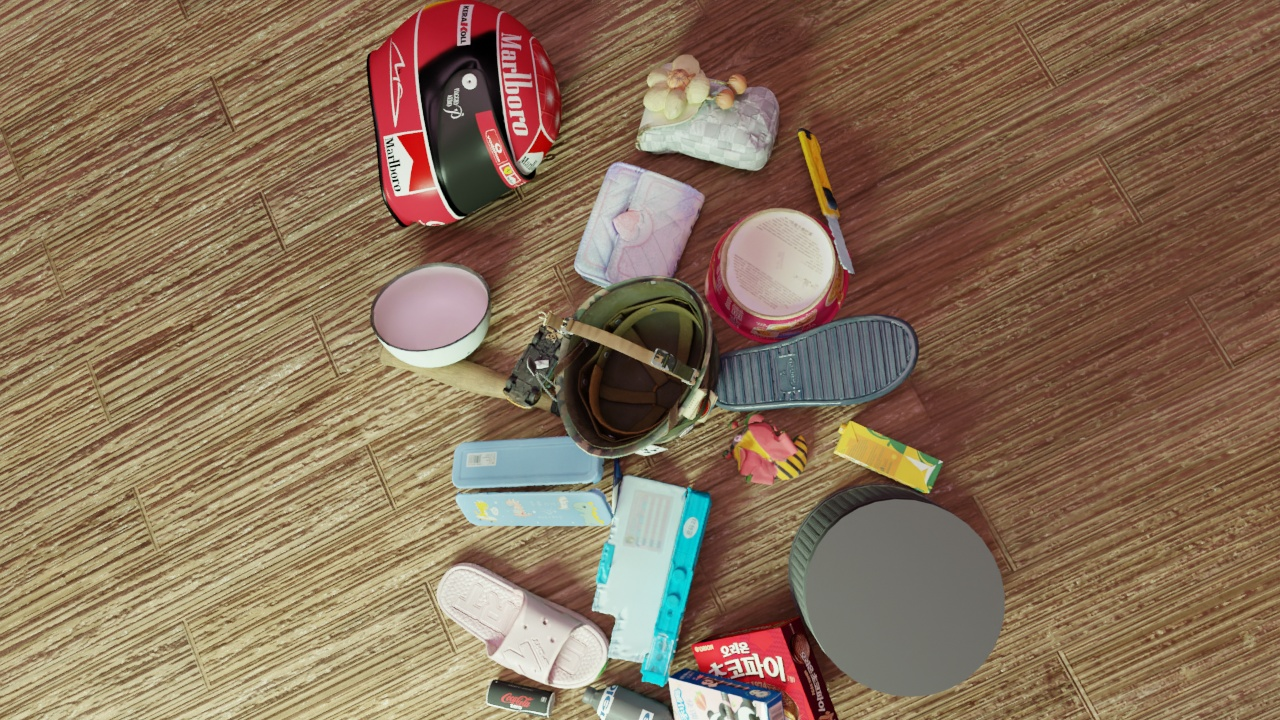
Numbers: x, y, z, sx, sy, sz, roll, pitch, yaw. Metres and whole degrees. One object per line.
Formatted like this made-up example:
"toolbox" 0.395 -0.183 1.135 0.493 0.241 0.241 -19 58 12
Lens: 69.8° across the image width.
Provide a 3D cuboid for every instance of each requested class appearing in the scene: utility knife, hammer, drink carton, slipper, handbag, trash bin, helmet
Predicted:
"utility knife" 0.229 -0.200 1.128 0.030 0.019 0.227 7 60 -27
"hammer" -0.201 0.033 1.199 0.305 0.040 0.132 16 82 11
"drink carton" 0.291 0.114 1.096 0.122 0.058 0.041 25 87 11
"slipper" -0.154 0.332 1.138 0.239 0.064 0.094 26 87 13
"handbag" -0.003 -0.163 1.176 0.126 0.069 0.158 20 84 9
"slipper" 0.211 0.013 1.118 0.264 0.082 0.101 -12 81 27
"trash bin" 0.271 0.243 0.997 0.218 0.227 0.217 -1 83 9
"helmet" -0.006 0.007 1.063 0.193 0.236 0.223 22 67 29
"helmet" -0.212 -0.316 1.163 0.225 0.197 0.271 -7 90 8
"handbag" 0.089 -0.313 1.151 0.171 0.123 0.112 14 70 10

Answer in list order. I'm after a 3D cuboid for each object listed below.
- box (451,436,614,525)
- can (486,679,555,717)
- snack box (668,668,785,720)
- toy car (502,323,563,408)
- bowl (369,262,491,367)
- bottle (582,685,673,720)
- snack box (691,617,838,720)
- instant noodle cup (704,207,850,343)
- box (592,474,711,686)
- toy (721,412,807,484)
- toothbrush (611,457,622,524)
"box" -0.137 0.154 1.134 0.210 0.047 0.122 -5 96 23
"can" -0.149 0.421 1.141 0.080 0.031 0.031 8 84 10
"snack box" 0.100 0.413 1.051 0.154 0.033 0.088 -6 94 48
"toy car" -0.126 0.009 1.152 0.047 0.047 0.112 29 83 16
"bowl" -0.263 -0.050 1.184 0.153 0.073 0.153 -2 52 3
"bottle" -0.016 0.425 1.113 0.112 0.047 0.047 19 86 11
"snack box" 0.141 0.376 1.052 0.152 0.035 0.132 -30 76 46
"instant noodle cup" 0.170 -0.113 1.135 0.179 0.077 0.178 -1 83 9
"box" 0.004 0.257 1.104 0.117 0.097 0.226 14 85 5
"toy" 0.154 0.112 1.128 0.103 0.046 0.084 14 72 6
"toothbrush" -0.027 0.152 1.165 0.017 0.016 0.189 3 83 -1
